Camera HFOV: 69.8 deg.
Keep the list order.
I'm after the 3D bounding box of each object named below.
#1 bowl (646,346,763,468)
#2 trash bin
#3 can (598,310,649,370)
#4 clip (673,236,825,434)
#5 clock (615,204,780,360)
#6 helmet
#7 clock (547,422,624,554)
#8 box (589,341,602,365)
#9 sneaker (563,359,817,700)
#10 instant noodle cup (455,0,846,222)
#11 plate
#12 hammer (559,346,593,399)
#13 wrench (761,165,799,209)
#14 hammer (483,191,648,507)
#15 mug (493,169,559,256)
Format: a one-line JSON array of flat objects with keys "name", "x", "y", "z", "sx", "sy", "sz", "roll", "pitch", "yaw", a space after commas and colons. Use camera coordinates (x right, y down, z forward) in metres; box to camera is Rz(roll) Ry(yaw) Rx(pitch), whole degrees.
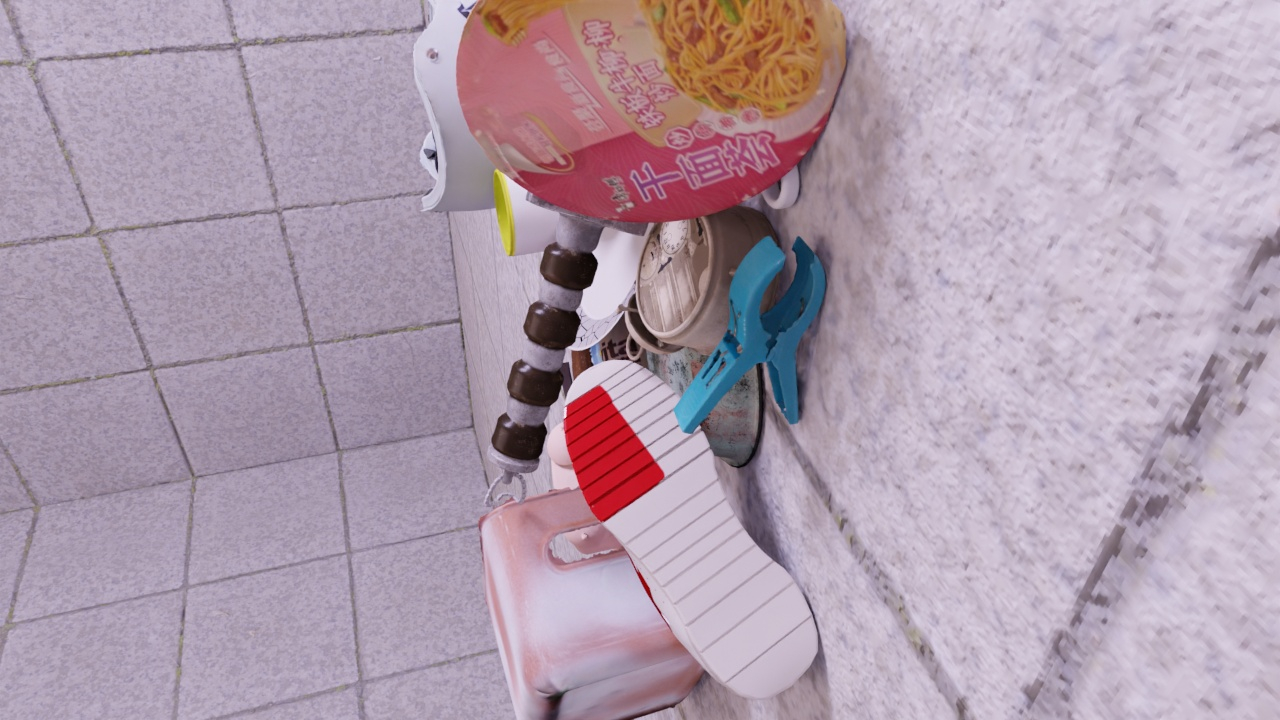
[{"name": "bowl", "x": 0.038, "y": 0.002, "z": 0.651, "sx": 0.158, "sy": 0.038, "sz": 0.157, "roll": 170, "pitch": 91, "yaw": -76}, {"name": "trash bin", "x": -0.037, "y": 0.228, "z": 0.819, "sx": 0.260, "sy": 0.181, "sz": 0.157, "roll": 103, "pitch": 152, "yaw": -55}, {"name": "can", "x": -0.005, "y": 0.005, "z": 0.788, "sx": 0.054, "sy": 0.054, "sz": 0.135, "roll": 130, "pitch": 129, "yaw": -72}, {"name": "clip", "x": 0.076, "y": -0.012, "z": 0.503, "sx": 0.027, "sy": 0.103, "sz": 0.121, "roll": -121, "pitch": 31, "yaw": -45}, {"name": "clock", "x": 0.024, "y": -0.041, "z": 0.557, "sx": 0.141, "sy": 0.054, "sz": 0.092, "roll": -44, "pitch": 47, "yaw": 45}, {"name": "helmet", "x": -0.153, "y": -0.283, "z": 0.950, "sx": 0.237, "sy": 0.163, "sz": 0.263, "roll": 102, "pitch": 162, "yaw": -46}, {"name": "clock", "x": -0.061, "y": 0.138, "z": 0.971, "sx": 0.160, "sy": 0.086, "sz": 0.131, "roll": 72, "pitch": -174, "yaw": -75}, {"name": "box", "x": -0.017, "y": 0.038, "z": 0.935, "sx": 0.126, "sy": 0.021, "sz": 0.208, "roll": 101, "pitch": 156, "yaw": -58}, {"name": "sneaker", "x": 0.022, "y": 0.116, "z": 0.623, "sx": 0.236, "sy": 0.090, "sz": 0.104, "roll": 54, "pitch": 164, "yaw": 11}, {"name": "instant noodle cup", "x": 0.003, "y": -0.155, "z": 0.454, "sx": 0.179, "sy": 0.178, "sz": 0.077, "roll": 102, "pitch": 170, "yaw": -56}, {"name": "plate", "x": -0.024, "y": -0.098, "z": 0.755, "sx": 0.189, "sy": 0.016, "sz": 0.188, "roll": -37, "pitch": 46, "yaw": 50}, {"name": "hammer", "x": -0.072, "y": -0.067, "z": 1.052, "sx": 0.115, "sy": 0.033, "sz": 0.323, "roll": -130, "pitch": 33, "yaw": -60}, {"name": "wrench", "x": 0.039, "y": -0.190, "z": 0.566, "sx": 0.066, "sy": 0.018, "sz": 0.273, "roll": 99, "pitch": 156, "yaw": -51}, {"name": "hammer", "x": -0.060, "y": -0.034, "z": 0.649, "sx": 0.176, "sy": 0.079, "sz": 0.327, "roll": -100, "pitch": 27, "yaw": -73}, {"name": "mug", "x": -0.080, "y": -0.147, "z": 0.871, "sx": 0.083, "sy": 0.106, "sz": 0.082, "roll": 170, "pitch": 91, "yaw": -76}]
